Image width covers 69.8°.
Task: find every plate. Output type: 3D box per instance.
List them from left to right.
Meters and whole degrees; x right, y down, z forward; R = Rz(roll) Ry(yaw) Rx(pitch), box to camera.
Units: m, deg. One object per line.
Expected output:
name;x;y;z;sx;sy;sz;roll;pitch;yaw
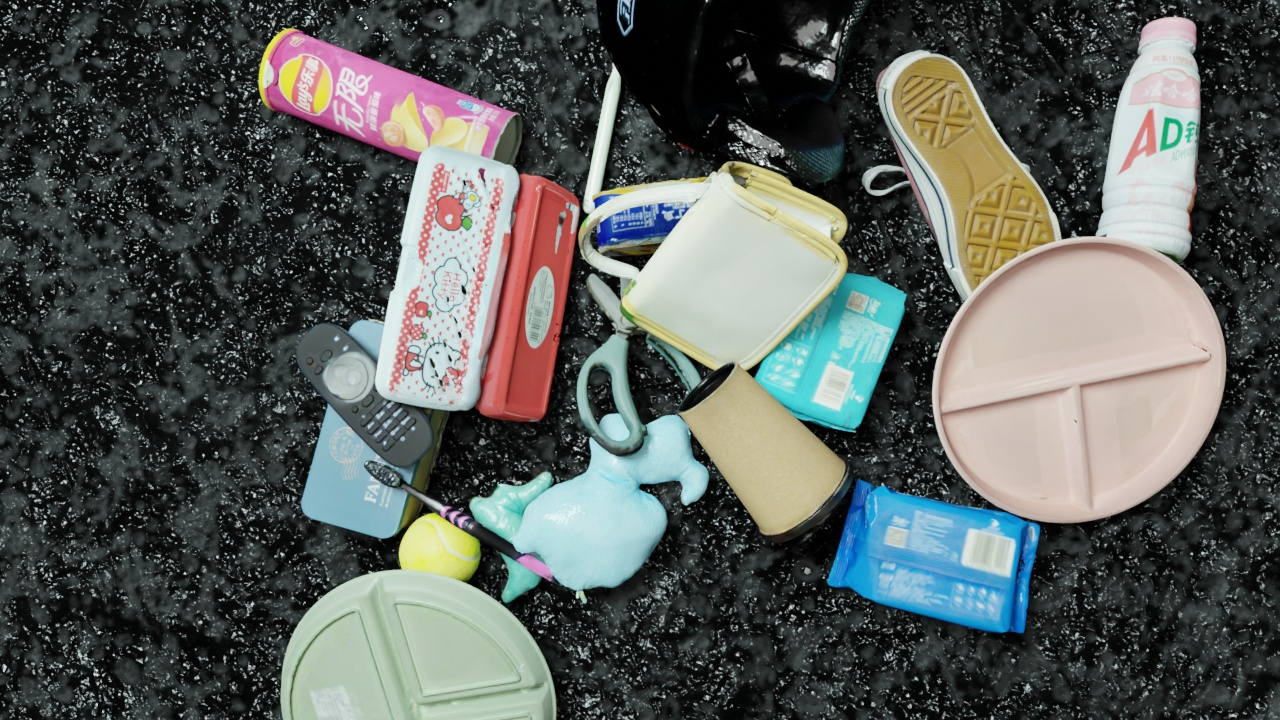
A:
plate;-0.182;0.279;0.737;0.230;0.027;0.230;1;102;5
plate;0.342;0.017;0.725;0.229;0.028;0.229;0;102;-1

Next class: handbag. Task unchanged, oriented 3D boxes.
handbag;0.047;-0.084;0.700;0.178;0.164;0.063;27;45;-15

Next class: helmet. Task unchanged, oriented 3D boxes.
helmet;0.077;-0.271;0.675;0.230;0.273;0.234;34;127;26

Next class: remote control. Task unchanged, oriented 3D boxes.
remote control;-0.216;0.028;0.726;0.053;0.024;0.136;-44;84;2

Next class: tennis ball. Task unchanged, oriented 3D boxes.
tennis ball;-0.165;0.158;0.755;0.065;0.065;0.065;0;86;3

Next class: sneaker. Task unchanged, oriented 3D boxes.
sneaker;0.257;-0.138;0.739;0.118;0.087;0.241;-32;107;8

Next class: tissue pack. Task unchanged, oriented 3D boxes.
tissue pack;0.154;-0.014;0.754;0.093;0.050;0.133;22;88;6
tissue pack;0.235;0.157;0.737;0.157;0.052;0.095;13;85;4

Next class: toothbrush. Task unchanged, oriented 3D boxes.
toothbrush;-0.138;0.131;0.734;0.189;0.018;0.014;34;77;-11
toothbrush;-0.024;-0.219;0.795;0.029;0.020;0.189;11;88;34

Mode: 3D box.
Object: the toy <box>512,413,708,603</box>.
toy;-0.023;0.121;0.755;0.161;0.050;0.156;3;81;-10

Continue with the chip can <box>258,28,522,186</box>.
chip can;-0.209;-0.212;0.779;0.210;0.071;0.071;21;88;4

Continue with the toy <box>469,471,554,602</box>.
toy;-0.101;0.141;0.771;0.096;0.030;0.092;-39;87;-5

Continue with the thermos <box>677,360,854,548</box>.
thermos;0.097;0.073;0.720;0.093;0.093;0.143;-43;98;0

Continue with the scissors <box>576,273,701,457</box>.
scissors;-0.009;0.004;0.758;0.171;0.019;0.176;-39;83;-22

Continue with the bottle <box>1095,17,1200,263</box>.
bottle;0.415;-0.177;0.742;0.068;0.068;0.197;9;84;4

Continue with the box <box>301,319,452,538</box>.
box;-0.215;0.062;0.766;0.090;0.063;0.184;12;85;5

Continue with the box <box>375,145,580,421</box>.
box;-0.120;-0.056;0.732;0.064;0.160;0.201;5;84;49

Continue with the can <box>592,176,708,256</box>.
can;0.036;-0.119;0.757;0.148;0.074;0.049;-6;89;3
